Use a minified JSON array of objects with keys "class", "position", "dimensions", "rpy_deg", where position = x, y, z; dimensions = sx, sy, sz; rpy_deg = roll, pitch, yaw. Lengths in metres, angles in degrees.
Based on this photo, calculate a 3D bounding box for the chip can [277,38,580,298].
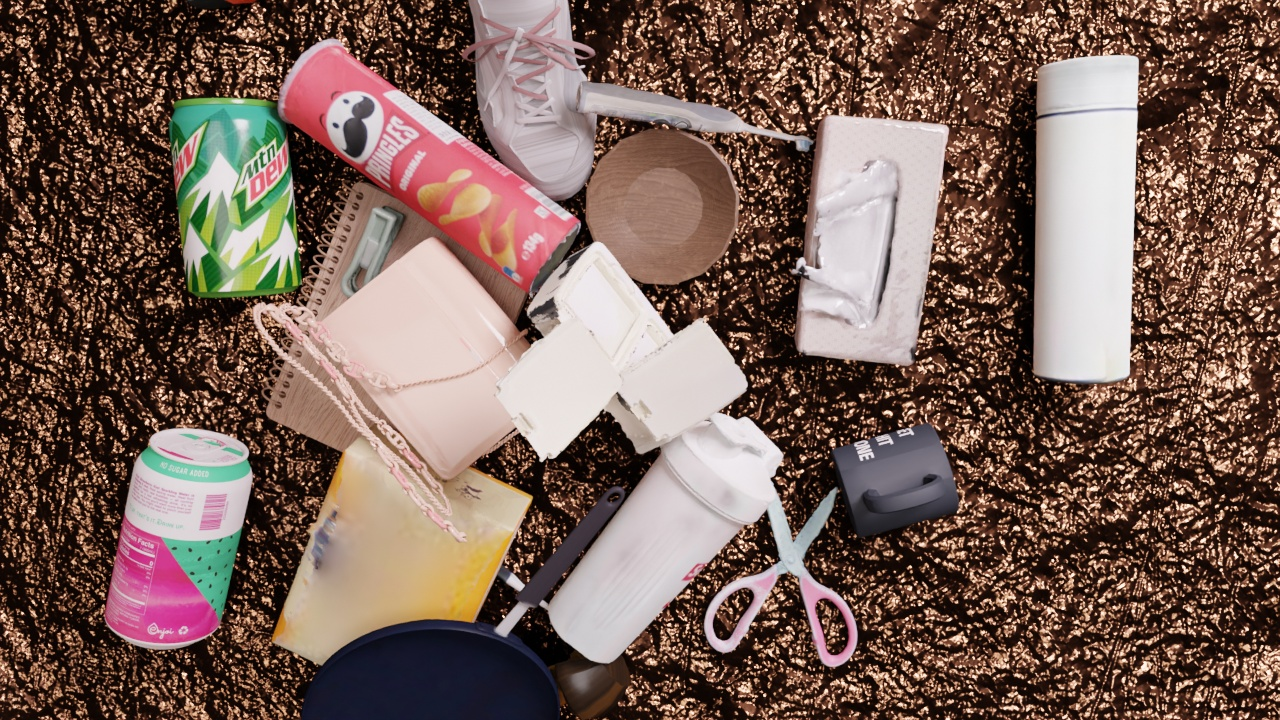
[{"class":"chip can","position":[-0.155,-0.142,0.689],"dimensions":[0.233,0.073,0.073],"rpy_deg":[36,100,1]}]

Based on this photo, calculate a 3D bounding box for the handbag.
[{"class":"handbag","position":[-0.137,0.006,0.640],"dimensions":[0.116,0.187,0.199],"rpy_deg":[-40,91,-2]}]

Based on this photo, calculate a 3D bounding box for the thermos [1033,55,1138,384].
[{"class":"thermos","position":[0.323,-0.100,0.670],"dimensions":[0.068,0.068,0.230],"rpy_deg":[-2,99,5]}]

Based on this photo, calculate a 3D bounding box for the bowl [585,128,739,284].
[{"class":"bowl","position":[0.017,-0.118,0.708],"dimensions":[0.118,0.030,0.118],"rpy_deg":[1,100,5]}]

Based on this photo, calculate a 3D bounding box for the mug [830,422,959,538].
[{"class":"mug","position":[0.194,0.094,0.692],"dimensions":[0.077,0.105,0.071],"rpy_deg":[-17,92,7]}]

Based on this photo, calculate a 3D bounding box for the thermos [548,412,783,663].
[{"class":"thermos","position":[0.019,0.137,0.727],"dimensions":[0.099,0.099,0.221],"rpy_deg":[38,106,-2]}]

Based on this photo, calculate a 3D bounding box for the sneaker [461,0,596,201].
[{"class":"sneaker","position":[-0.085,-0.235,0.666],"dimensions":[0.099,0.089,0.236],"rpy_deg":[-9,99,6]}]

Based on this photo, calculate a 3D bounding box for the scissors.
[{"class":"scissors","position":[0.110,0.182,0.761],"dimensions":[0.159,0.014,0.172],"rpy_deg":[-17,98,7]}]

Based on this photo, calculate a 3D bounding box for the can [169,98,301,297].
[{"class":"can","position":[-0.311,-0.123,0.706],"dimensions":[0.083,0.083,0.144],"rpy_deg":[-1,99,4]}]

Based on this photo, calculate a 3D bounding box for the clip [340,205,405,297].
[{"class":"clip","position":[-0.208,-0.082,0.709],"dimensions":[0.023,0.047,0.076],"rpy_deg":[28,104,-1]}]

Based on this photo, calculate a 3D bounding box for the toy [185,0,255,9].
[{"class":"toy","position":[-0.310,-0.305,0.672],"dimensions":[0.119,0.099,0.097],"rpy_deg":[-25,118,30]}]

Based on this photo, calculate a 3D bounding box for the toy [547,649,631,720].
[{"class":"toy","position":[-0.058,0.275,0.771],"dimensions":[0.100,0.062,0.076],"rpy_deg":[-29,134,16]}]

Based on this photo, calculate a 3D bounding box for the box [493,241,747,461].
[{"class":"box","position":[-0.003,0.004,0.628],"dimensions":[0.101,0.193,0.143],"rpy_deg":[-26,113,34]}]

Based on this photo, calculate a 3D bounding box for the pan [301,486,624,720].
[{"class":"pan","position":[-0.118,0.220,0.701],"dimensions":[0.198,0.021,0.357],"rpy_deg":[30,111,-22]}]

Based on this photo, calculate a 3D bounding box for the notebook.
[{"class":"notebook","position":[-0.200,-0.019,0.747],"dimensions":[0.169,0.022,0.210],"rpy_deg":[25,101,-1]}]

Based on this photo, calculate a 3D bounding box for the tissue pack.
[{"class":"tissue pack","position":[0.166,-0.088,0.686],"dimensions":[0.104,0.071,0.181],"rpy_deg":[6,104,2]}]

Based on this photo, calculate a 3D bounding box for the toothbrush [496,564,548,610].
[{"class":"toothbrush","position":[-0.127,0.170,0.778],"dimensions":[0.187,0.012,0.017],"rpy_deg":[35,87,-2]}]

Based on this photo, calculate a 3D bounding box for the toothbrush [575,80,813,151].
[{"class":"toothbrush","position":[0.044,-0.179,0.679],"dimensions":[0.185,0.022,0.024],"rpy_deg":[7,75,-17]}]

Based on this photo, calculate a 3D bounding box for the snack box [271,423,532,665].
[{"class":"snack box","position":[-0.196,0.171,0.737],"dimensions":[0.145,0.080,0.195],"rpy_deg":[26,109,-1]}]

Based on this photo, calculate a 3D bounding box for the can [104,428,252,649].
[{"class":"can","position":[-0.378,0.146,0.754],"dimensions":[0.088,0.088,0.166],"rpy_deg":[17,100,1]}]
